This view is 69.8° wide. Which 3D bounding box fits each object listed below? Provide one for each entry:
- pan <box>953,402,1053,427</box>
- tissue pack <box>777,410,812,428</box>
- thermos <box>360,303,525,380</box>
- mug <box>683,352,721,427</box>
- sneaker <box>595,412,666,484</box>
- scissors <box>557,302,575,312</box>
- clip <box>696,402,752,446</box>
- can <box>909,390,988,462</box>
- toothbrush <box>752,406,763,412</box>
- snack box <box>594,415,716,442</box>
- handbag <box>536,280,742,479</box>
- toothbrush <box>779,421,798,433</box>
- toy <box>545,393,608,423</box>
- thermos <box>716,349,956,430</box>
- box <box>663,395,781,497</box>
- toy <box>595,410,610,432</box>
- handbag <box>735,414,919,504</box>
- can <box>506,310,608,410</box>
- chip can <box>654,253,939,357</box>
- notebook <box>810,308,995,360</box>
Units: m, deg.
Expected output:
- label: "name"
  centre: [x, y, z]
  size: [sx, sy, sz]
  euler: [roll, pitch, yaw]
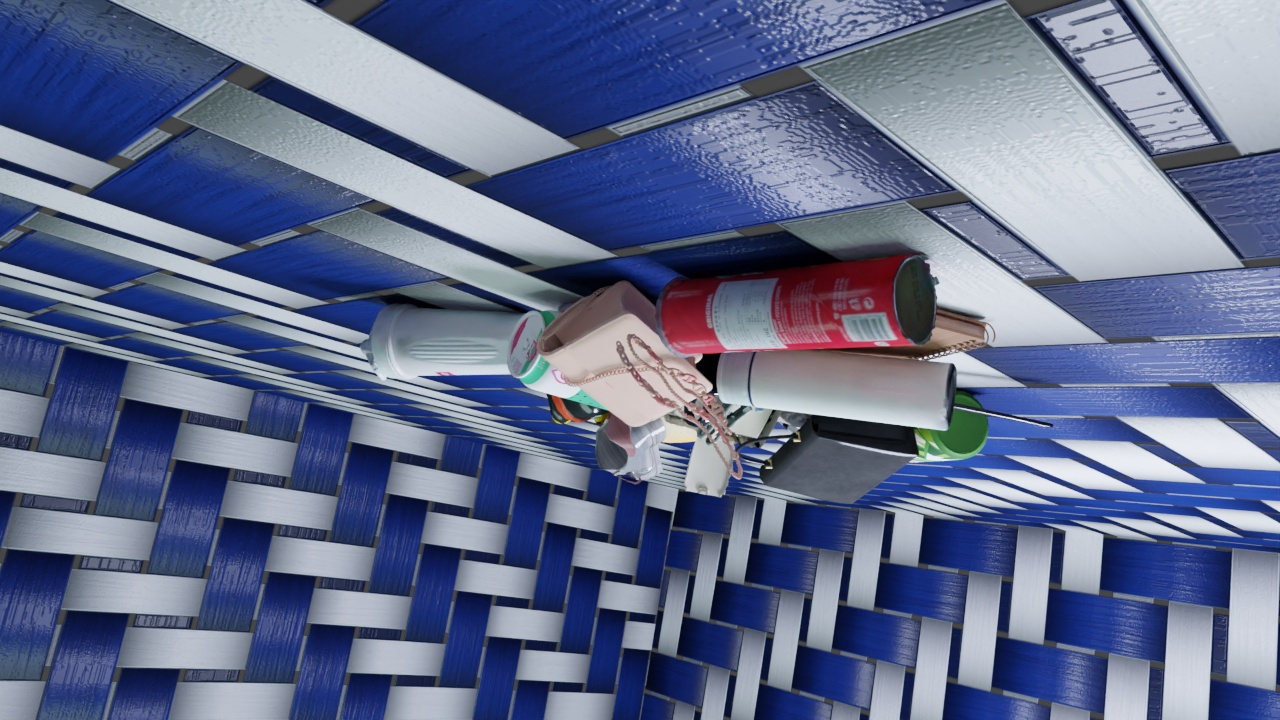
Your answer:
- label: "pan"
  centre: [0.282, 0.034, 1.045]
  size: [0.357, 0.021, 0.198]
  euler: [11, 178, 12]
- label: "tissue pack"
  centre: [0.231, 0.073, 1.269]
  size: [0.181, 0.071, 0.104]
  euler: [20, 167, -28]
- label: "thermos"
  centre: [-0.232, -0.021, 1.115]
  size: [0.221, 0.099, 0.099]
  euler: [1, 167, 21]
- label: "mug"
  centre: [0.068, 0.023, 1.036]
  size: [0.071, 0.105, 0.078]
  euler: [8, 171, -21]
- label: "sneaker"
  centre: [-0.024, 0.123, 1.283]
  size: [0.089, 0.099, 0.236]
  euler: [-24, 158, -13]
- label: "scissors"
  centre: [-0.046, -0.037, 1.073]
  size: [0.158, 0.014, 0.173]
  euler: [11, 169, -6]
- label: "clip"
  centre: [0.103, 0.075, 1.146]
  size: [0.047, 0.076, 0.023]
  euler: [39, -166, -21]
- label: "can"
  centre: [0.362, 0.086, 1.159]
  size: [0.083, 0.083, 0.144]
  euler: [12, 169, -14]
- label: "toothbrush"
  centre: [0.232, 0.052, 1.155]
  size: [0.185, 0.024, 0.022]
  euler: [-2, -170, -7]
- label: "snack box"
  centre: [0.031, 0.084, 1.440]
  size: [0.145, 0.080, 0.196]
  euler: [16, 167, -24]
- label: "handbag"
  centre: [-0.014, 0.033, 0.881]
  size: [0.117, 0.187, 0.198]
  euler: [-32, 133, 18]
- label: "toothbrush"
  centre: [0.223, 0.098, 1.340]
  size: [0.017, 0.012, 0.187]
  euler: [4, -167, -16]
- label: "toy"
  centre: [-0.075, 0.038, 1.250]
  size: [0.097, 0.100, 0.119]
  euler: [-33, -155, -25]
- label: "thermos"
  centre: [0.192, 0.024, 0.919]
  size: [0.230, 0.068, 0.068]
  euler: [5, 168, 25]
- label: "box"
  centre: [0.084, 0.076, 1.214]
  size: [0.143, 0.194, 0.101]
  euler: [19, -158, -15]
- label: "toy"
  centre: [-0.044, 0.062, 1.353]
  size: [0.076, 0.100, 0.062]
  euler: [3, 161, 38]
- label: "handbag"
  centre: [0.213, 0.116, 1.159]
  size: [0.195, 0.072, 0.176]
  euler: [4, 151, -15]
- label: "can"
  centre: [-0.058, 0.003, 1.015]
  size: [0.165, 0.088, 0.088]
  euler: [18, 167, -35]
- label: "chip can"
  centre: [0.121, -0.042, 0.750]
  size: [0.233, 0.073, 0.073]
  euler: [-2, 164, 44]
- label: "notebook"
  centre: [0.207, -0.026, 0.886]
  size: [0.169, 0.022, 0.211]
  euler: [13, 169, -13]
